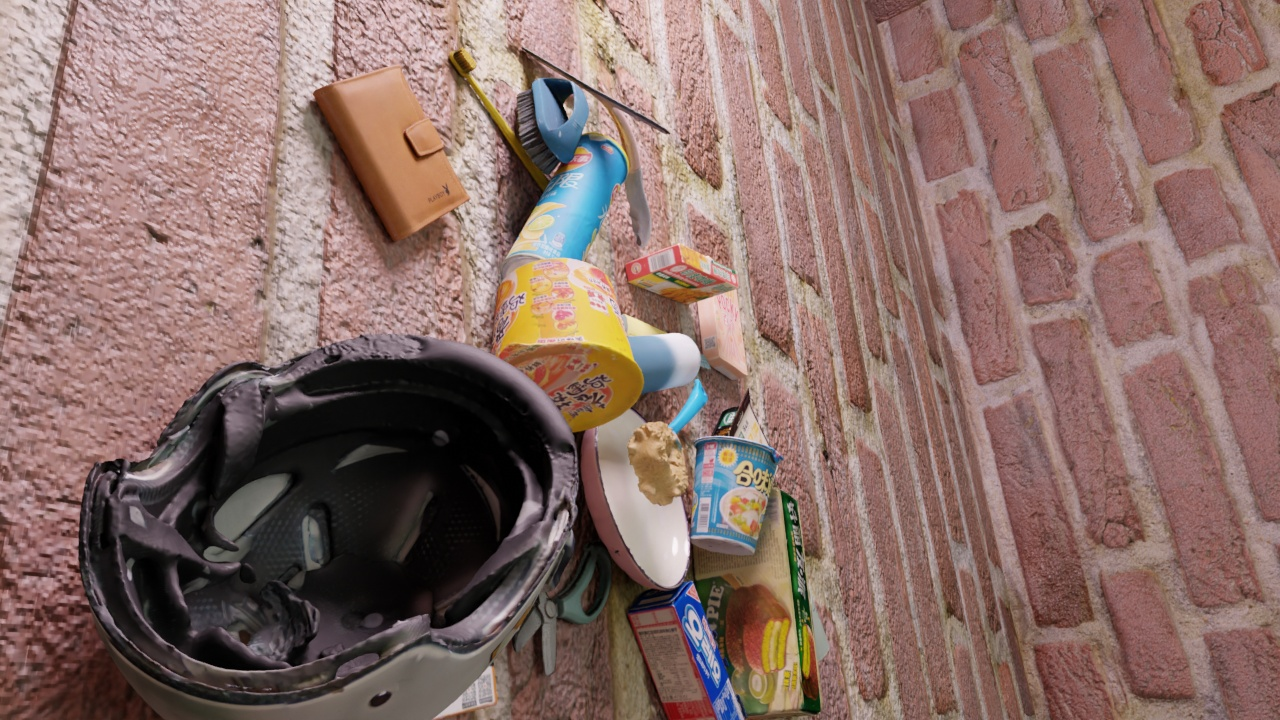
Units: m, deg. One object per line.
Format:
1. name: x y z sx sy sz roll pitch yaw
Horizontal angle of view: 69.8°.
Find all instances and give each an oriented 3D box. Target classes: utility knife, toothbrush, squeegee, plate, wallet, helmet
1. utility knife: 0.034 -0.020 1.118 0.212 0.022 0.031 18 60 -49
2. toothbrush: -0.133 -0.236 0.942 0.190 0.017 0.015 55 32 -30
3. squeegee: -0.017 -0.224 1.049 0.040 0.248 0.250 -39 143 -15
4. plate: -0.010 0.136 0.908 0.192 0.039 0.192 52 25 -38
5. wallet: -0.204 -0.175 0.767 0.132 0.031 0.107 65 30 -16
6. helmet: -0.162 0.113 0.518 0.273 0.230 0.157 -56 165 -58

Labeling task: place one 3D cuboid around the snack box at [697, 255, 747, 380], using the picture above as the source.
1. snack box: 0.110 -0.059 1.270 0.084 0.026 0.157 30 49 -52

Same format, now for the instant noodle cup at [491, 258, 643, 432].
1. instant noodle cup: -0.071 -0.016 0.812 0.138 0.138 0.109 38 35 -47

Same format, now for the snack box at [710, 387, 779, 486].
1. snack box: 0.129 0.119 1.172 0.126 0.053 0.113 62 30 -17

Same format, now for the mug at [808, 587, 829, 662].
1. mug: 0.172 0.308 1.125 0.112 0.082 0.106 -141 -150 -85

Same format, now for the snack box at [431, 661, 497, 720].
1. snack box: -0.158 0.211 0.629 0.153 0.026 0.075 15 62 -57

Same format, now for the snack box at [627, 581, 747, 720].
1. snack box: 0.055 0.325 0.914 0.057 0.058 0.207 -32 103 -61

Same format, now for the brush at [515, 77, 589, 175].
1. brush: -0.087 -0.250 0.943 0.055 0.074 0.143 47 19 -37

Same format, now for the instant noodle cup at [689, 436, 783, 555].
1. instant noodle cup: 0.096 0.148 0.988 0.099 0.099 0.109 38 58 -47

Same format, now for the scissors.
1. scissors: -0.068 0.190 0.814 0.180 0.019 0.170 27 50 -55

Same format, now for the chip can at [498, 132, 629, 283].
1. chip can: -0.073 -0.143 0.920 0.071 0.071 0.209 54 38 -31

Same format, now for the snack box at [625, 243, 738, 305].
1. snack box: 0.054 -0.105 1.141 0.155 0.077 0.027 14 62 -58

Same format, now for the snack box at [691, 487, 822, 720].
1. snack box: 0.124 0.269 1.012 0.063 0.115 0.239 34 46 -51

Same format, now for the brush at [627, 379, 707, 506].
1. brush: 0.040 0.072 0.967 0.083 0.046 0.254 63 23 -10

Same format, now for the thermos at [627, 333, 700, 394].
1. thermos: -0.006 0.006 0.975 0.220 0.070 0.070 -8 81 -64
